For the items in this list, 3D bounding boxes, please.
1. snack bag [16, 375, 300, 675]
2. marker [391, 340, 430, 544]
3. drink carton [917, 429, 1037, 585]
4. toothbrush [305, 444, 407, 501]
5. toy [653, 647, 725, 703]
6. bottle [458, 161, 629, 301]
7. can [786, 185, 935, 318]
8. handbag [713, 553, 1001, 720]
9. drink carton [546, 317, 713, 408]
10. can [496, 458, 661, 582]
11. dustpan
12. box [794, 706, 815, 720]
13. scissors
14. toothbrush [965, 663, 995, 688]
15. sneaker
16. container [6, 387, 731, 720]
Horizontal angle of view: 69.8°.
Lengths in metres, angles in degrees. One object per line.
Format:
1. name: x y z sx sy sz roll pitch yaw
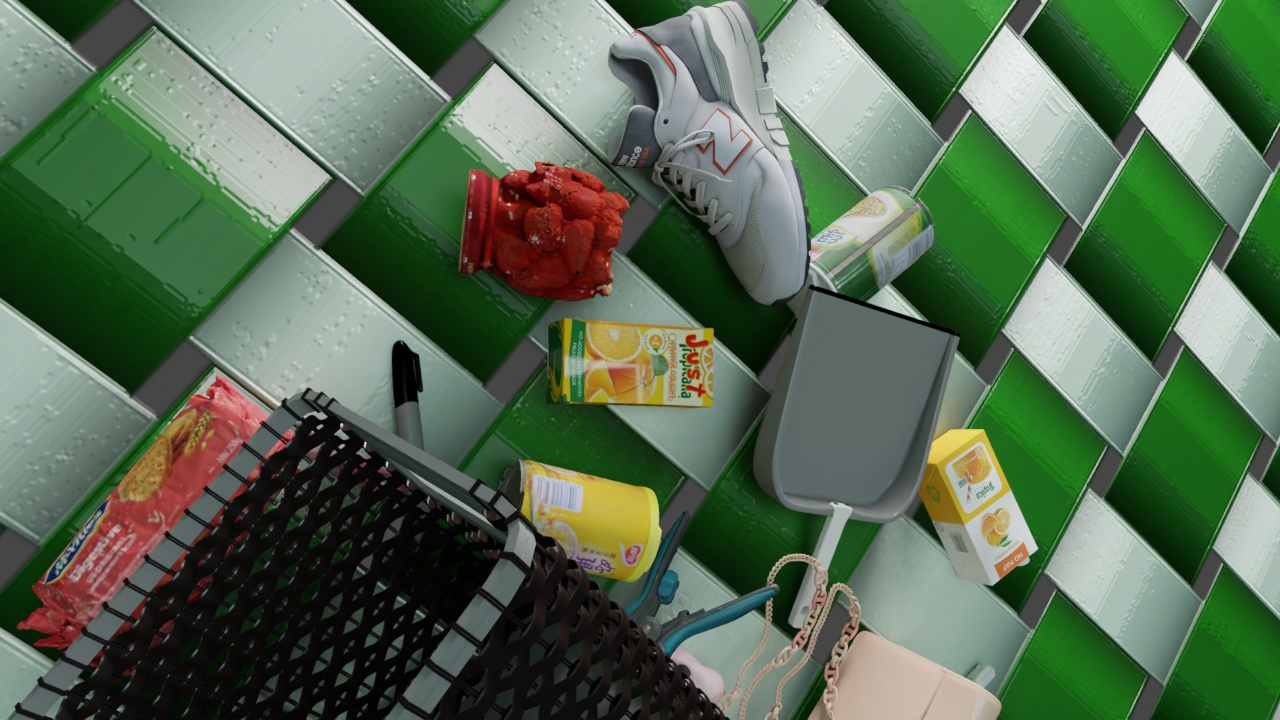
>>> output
1. snack bag: -0.273 0.099 0.535 0.082 0.082 0.176 38 73 -15
2. marker: -0.151 0.053 0.613 0.022 0.016 0.138 -1 76 -40
3. drink carton: 0.282 0.126 0.778 0.058 0.040 0.122 -29 97 -21
4. toothbrush: -0.163 0.085 0.616 0.135 0.016 0.021 29 75 -15
5. toy: 0.003 0.233 0.653 0.098 0.053 0.096 -39 87 -30
6. bottle: -0.066 -0.087 0.630 0.111 0.099 0.099 5 84 -10
7. can: 0.172 -0.083 0.735 0.120 0.067 0.067 -37 100 -21
8. handbag: 0.144 0.270 0.649 0.187 0.117 0.198 46 71 -31
9. drink carton: -0.004 0.004 0.672 0.122 0.041 0.058 3 85 -22
10. can: -0.044 0.110 0.633 0.105 0.068 0.067 16 80 -20
11. dustpan: 0.157 0.085 0.716 0.163 0.033 0.258 13 100 -32
12. box: 0.305 0.430 0.774 0.164 0.447 0.167 4 85 -33
13. scissors: 0.033 0.176 0.652 0.118 0.019 0.147 12 54 17
14. toothbrush: 0.228 0.316 0.758 0.186 0.017 0.012 -36 96 -19
15. sneaker: 0.039 -0.151 0.685 0.124 0.089 0.239 -8 80 -18
16. container: -0.122 0.203 0.470 0.245 0.248 0.243 -54 129 -17
